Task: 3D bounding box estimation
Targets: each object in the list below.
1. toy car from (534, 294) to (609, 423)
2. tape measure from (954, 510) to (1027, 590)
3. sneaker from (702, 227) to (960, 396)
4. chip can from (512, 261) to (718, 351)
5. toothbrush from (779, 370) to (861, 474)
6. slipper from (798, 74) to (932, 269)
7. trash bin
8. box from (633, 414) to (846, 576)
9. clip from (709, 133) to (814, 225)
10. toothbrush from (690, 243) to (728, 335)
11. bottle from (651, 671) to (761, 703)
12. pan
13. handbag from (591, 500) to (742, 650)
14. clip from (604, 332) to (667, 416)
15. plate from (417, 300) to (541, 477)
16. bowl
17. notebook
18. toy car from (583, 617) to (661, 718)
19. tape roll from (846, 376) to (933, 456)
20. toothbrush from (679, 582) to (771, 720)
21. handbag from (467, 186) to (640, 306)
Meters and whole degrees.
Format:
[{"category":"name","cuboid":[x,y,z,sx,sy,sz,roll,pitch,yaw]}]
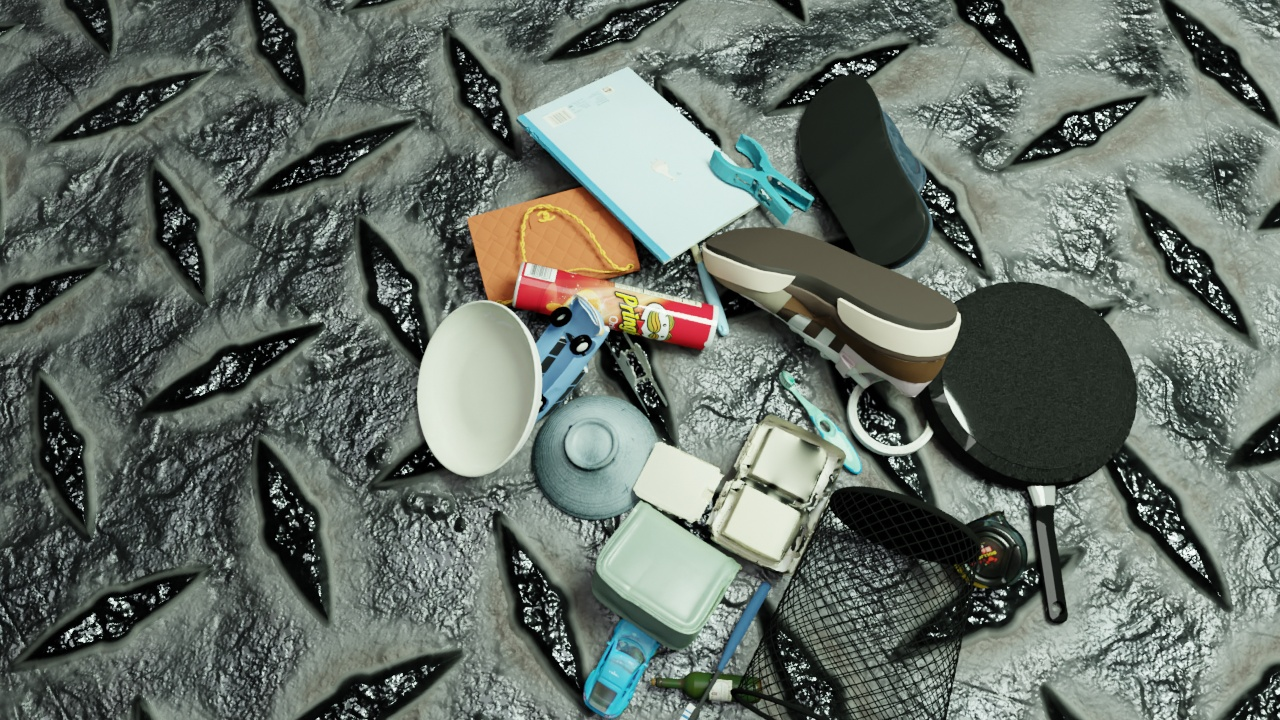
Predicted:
[{"category":"toy car","cuboid":[-0.086,0.002,0.959,0.154,0.054,0.056,-51,57,23]},{"category":"tape measure","cuboid":[0.340,0.187,0.898,0.072,0.042,0.072,-27,74,20]},{"category":"sneaker","cuboid":[0.190,-0.049,0.975,0.294,0.117,0.111,26,39,31]},{"category":"chip can","cuboid":[-0.027,-0.058,0.984,0.214,0.052,0.051,13,71,-5]},{"category":"toothbrush","cuboid":[0.190,0.064,0.971,0.022,0.017,0.135,-33,72,-12]},{"category":"slipper","cuboid":[0.263,-0.205,1.036,0.109,0.083,0.265,-37,52,30]},{"category":"trash bin","cuboid":[0.207,0.240,0.830,0.184,0.184,0.209,22,68,10]},{"category":"box","cuboid":[0.100,0.118,0.936,0.184,0.044,0.143,28,77,4]},{"category":"clip","cuboid":[0.124,-0.202,1.049,0.119,0.030,0.130,-17,63,-28]},{"category":"toothbrush","cuboid":[0.071,-0.097,1.034,0.022,0.016,0.155,-29,68,27]},{"category":"bottle","cuboid":[0.063,0.315,0.886,0.106,0.025,0.025,3,71,4]},{"category":"pan","cuboid":[0.406,0.084,0.940,0.225,0.034,0.355,0,72,-1]},{"category":"handbag","cuboid":[0.023,0.212,0.900,0.122,0.067,0.105,31,57,12]},{"category":"clip","cuboid":[0.003,0.002,0.986,0.052,0.060,0.102,-23,71,-25]},{"category":"plate","cuboid":[-0.163,0.030,0.957,0.183,0.034,0.182,-6,81,38]},{"category":"bowl","cuboid":[-0.049,0.093,0.953,0.137,0.057,0.137,-1,70,3]},{"category":"notebook","cuboid":[0.004,-0.233,1.058,0.180,0.009,0.253,-34,71,-30]},{"category":"toy car","cuboid":[-0.017,0.294,0.895,0.048,0.032,0.105,28,73,13]},{"category":"tape roll","cuboid":[0.266,0.055,0.972,0.093,0.013,0.093,-1,70,2]},{"category":"toothbrush","cuboid":[0.083,0.282,0.883,0.014,0.014,0.167,23,58,23]},{"category":"handbag","cuboid":[-0.097,-0.130,1.035,0.172,0.060,0.108,-16,75,-2]}]
